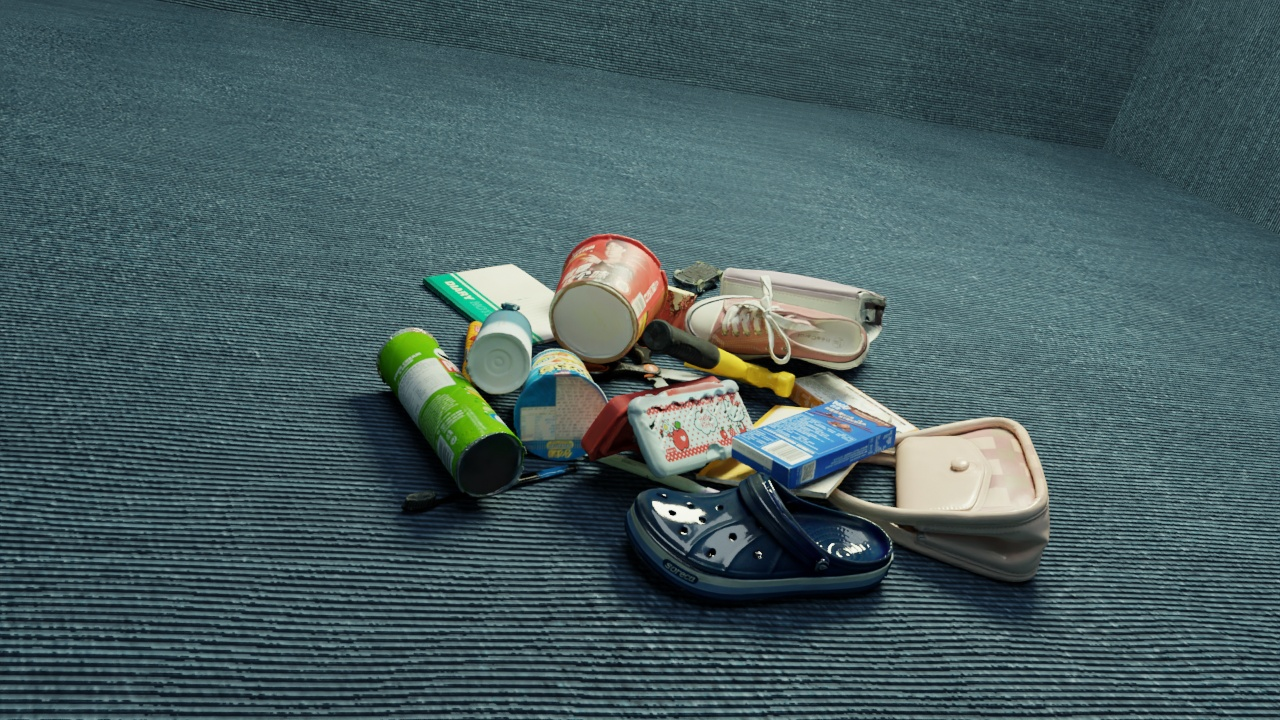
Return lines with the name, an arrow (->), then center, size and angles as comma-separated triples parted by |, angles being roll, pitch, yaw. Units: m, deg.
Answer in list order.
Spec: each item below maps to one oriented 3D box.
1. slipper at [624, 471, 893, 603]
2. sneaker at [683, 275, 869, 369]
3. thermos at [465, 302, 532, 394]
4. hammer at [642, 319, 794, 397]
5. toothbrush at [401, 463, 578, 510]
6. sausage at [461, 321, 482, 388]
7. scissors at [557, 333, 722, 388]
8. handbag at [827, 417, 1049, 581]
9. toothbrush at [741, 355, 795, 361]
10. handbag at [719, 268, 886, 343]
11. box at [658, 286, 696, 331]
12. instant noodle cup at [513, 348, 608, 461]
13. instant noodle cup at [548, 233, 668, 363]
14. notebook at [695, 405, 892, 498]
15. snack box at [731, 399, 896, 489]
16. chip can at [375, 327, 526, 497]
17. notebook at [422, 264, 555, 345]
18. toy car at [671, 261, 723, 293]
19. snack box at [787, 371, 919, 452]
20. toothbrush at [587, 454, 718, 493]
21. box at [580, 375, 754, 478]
slipper -> 0.115, 0.154, 0.821 | 0.252, 0.095, 0.105 | 9, 24, -13
sneaker -> 0.162, -0.044, 1.142 | 0.241, 0.118, 0.088 | 11, -18, 24
thermos -> -0.151, -0.018, 1.009 | 0.070, 0.070, 0.220 | 8, 10, -8
hammer -> 0.074, -0.004, 1.011 | 0.129, 0.033, 0.300 | 17, -1, 24
toothbrush -> -0.137, 0.117, 0.873 | 0.189, 0.016, 0.014 | -9, 34, -36
sausage -> -0.197, -0.006, 1.079 | 0.021, 0.021, 0.165 | 6, 28, -11
scissors -> -0.006, 0.005, 1.133 | 0.220, 0.022, 0.233 | 0, 29, -21
handbag -> 0.297, 0.131, 0.965 | 0.234, 0.093, 0.192 | 5, 26, 12
toothbrush -> 0.209, -0.012, 1.254 | 0.187, 0.017, 0.016 | -3, 29, -26
handbag -> 0.220, -0.069, 1.255 | 0.197, 0.098, 0.144 | 14, 17, 28
box -> -0.014, -0.092, 1.231 | 0.168, 0.077, 0.091 | 19, 9, 15
instant noodle cup -> -0.086, 0.038, 0.969 | 0.099, 0.099, 0.110 | 6, 20, -11
instant noodle cup -> -0.044, -0.070, 1.101 | 0.138, 0.138, 0.108 | 15, 32, 6
notebook -> 0.171, 0.094, 0.994 | 0.146, 0.010, 0.205 | 4, 21, 33
snack box -> 0.179, 0.083, 0.941 | 0.156, 0.026, 0.084 | -15, 27, -33
chip can -> -0.193, 0.046, 0.907 | 0.072, 0.072, 0.236 | -7, 28, -31
notebook -> -0.175, -0.075, 1.234 | 0.150, 0.012, 0.209 | -16, 38, -41
toy car -> 0.087, -0.125, 1.408 | 0.049, 0.031, 0.105 | 24, 28, 25
snack box -> 0.256, 0.063, 1.119 | 0.075, 0.026, 0.154 | -10, 34, -35
toothbrush -> 0.033, 0.121, 0.930 | 0.190, 0.029, 0.020 | 17, -14, 14
box -> 0.044, 0.075, 0.933 | 0.100, 0.096, 0.201 | 47, 29, 22
